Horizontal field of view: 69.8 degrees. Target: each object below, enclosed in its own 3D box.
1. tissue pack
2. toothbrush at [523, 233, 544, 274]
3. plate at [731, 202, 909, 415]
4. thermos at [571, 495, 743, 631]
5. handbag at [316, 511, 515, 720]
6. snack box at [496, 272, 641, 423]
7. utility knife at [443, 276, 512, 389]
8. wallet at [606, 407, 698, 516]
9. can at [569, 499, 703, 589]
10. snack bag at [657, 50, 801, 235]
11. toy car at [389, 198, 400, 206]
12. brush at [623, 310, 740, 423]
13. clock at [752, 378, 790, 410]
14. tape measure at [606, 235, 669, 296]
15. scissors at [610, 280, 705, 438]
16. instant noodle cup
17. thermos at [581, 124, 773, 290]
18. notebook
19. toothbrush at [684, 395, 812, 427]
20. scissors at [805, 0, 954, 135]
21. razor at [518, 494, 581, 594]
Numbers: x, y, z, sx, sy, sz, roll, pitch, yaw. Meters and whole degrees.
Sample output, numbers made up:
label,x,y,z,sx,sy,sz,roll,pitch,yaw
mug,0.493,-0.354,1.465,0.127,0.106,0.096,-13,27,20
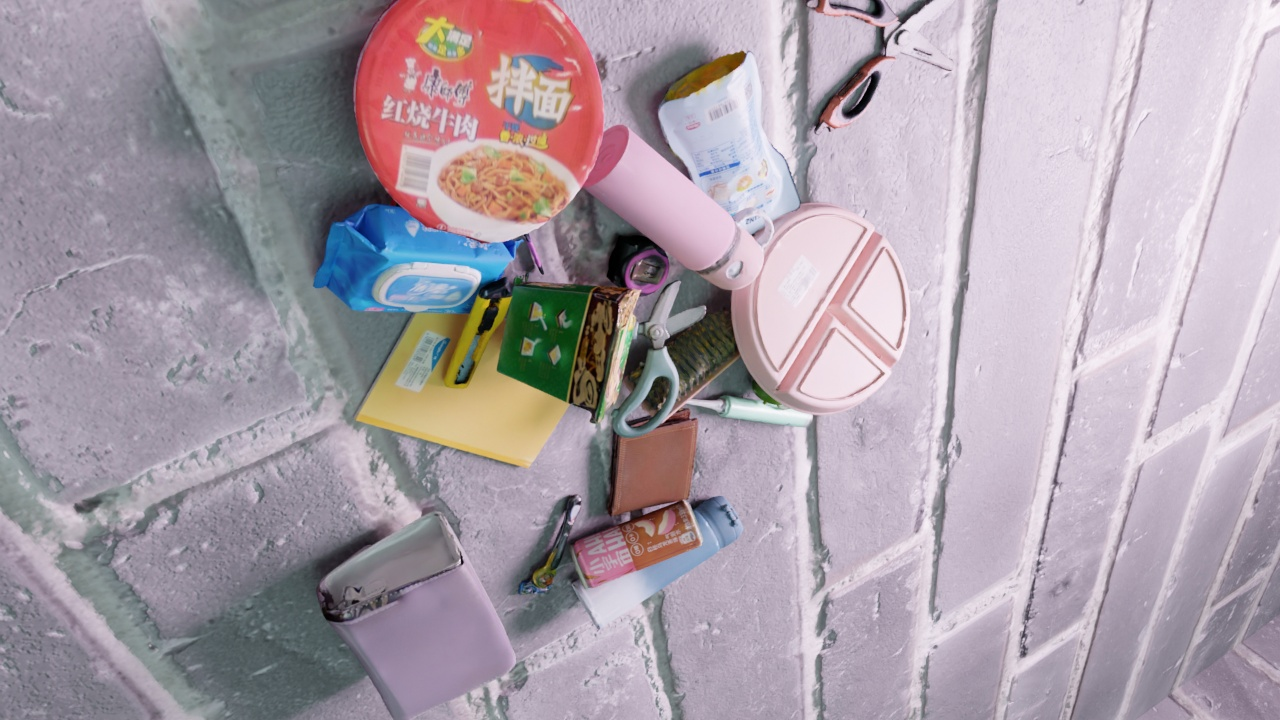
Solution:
label,x,y,z,sx,sy,sz,roll,pitch,yaw
tissue pack,-0.182,-0.077,0.750,0.157,0.052,0.095,1,150,-34
toothbrush,-0.118,-0.147,0.795,0.017,0.014,0.189,-24,131,-6
plate,0.200,-0.056,0.980,0.229,0.028,0.229,0,90,-25
thermos,0.025,0.241,1.114,0.220,0.070,0.070,-30,131,-14
handbag,-0.227,0.266,0.942,0.144,0.098,0.197,-28,132,-17
snack box,-0.066,-0.018,0.830,0.105,0.118,0.117,13,99,5
utility knife,-0.143,-0.019,0.806,0.033,0.015,0.155,-9,149,-33
wallet,0.012,0.119,1.048,0.101,0.032,0.125,-11,124,-24
can,-0.004,0.212,1.059,0.147,0.058,0.058,-21,130,-4
snack bag,0.087,-0.193,0.882,0.110,0.039,0.191,-37,136,-10
toy car,-0.155,-0.125,0.767,0.106,0.031,0.049,4,150,-33
brush,0.055,0.001,0.980,0.145,0.063,0.073,-39,162,-8
clock,0.181,-0.008,1.054,0.116,0.056,0.161,-22,129,-19
tape measure,-0.001,-0.091,0.890,0.057,0.039,0.057,4,117,-35
scissors,-0.003,0.007,0.907,0.173,0.019,0.179,-22,111,-1
instant noodle cup,-0.128,-0.191,0.703,0.193,0.066,0.194,-8,107,-28
thermos,0.041,-0.141,0.847,0.198,0.067,0.087,32,112,-33
notebook,-0.152,0.024,0.889,0.206,0.010,0.146,22,106,-41
toothbrush,0.119,0.057,1.077,0.224,0.027,0.026,9,82,-37
scissors,0.244,-0.322,0.914,0.222,0.015,0.189,-42,133,-3
razor,-0.095,0.214,1.046,0.042,0.022,0.143,8,114,-39
